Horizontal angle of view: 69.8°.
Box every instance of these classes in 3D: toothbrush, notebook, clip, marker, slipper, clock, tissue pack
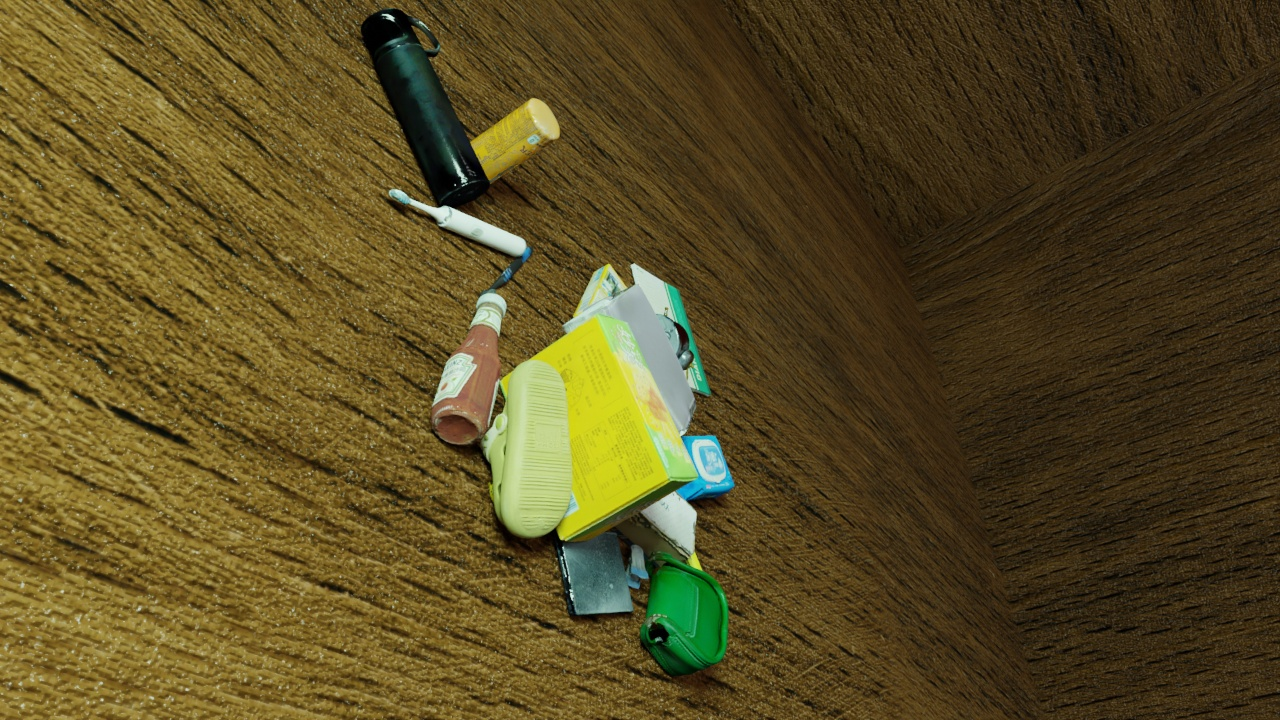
[{"bbox_3d":[-0.168,-0.112,1.179,0.014,0.016,0.189,62,24,-19],"label":"toothbrush"},{"bbox_3d":[0.050,-0.048,1.516,0.150,0.012,0.209,22,47,-54],"label":"notebook"},{"bbox_3d":[-0.006,0.250,1.127,0.027,0.045,0.058,22,36,-15],"label":"clip"},{"bbox_3d":[0.056,0.240,1.261,0.018,0.015,0.124,4,59,-61],"label":"marker"},{"bbox_3d":[-0.125,0.096,0.988,0.091,0.082,0.190,16,70,-45],"label":"slipper"},{"bbox_3d":[0.034,-0.015,1.380,0.055,0.082,0.122,12,53,-65],"label":"clock"},{"bbox_3d":[-0.220,-0.168,1.122,0.026,0.027,0.220,29,6,35],"label":"toothbrush"},{"bbox_3d":[0.081,0.156,1.338,0.157,0.052,0.095,6,60,-59],"label":"tissue pack"}]

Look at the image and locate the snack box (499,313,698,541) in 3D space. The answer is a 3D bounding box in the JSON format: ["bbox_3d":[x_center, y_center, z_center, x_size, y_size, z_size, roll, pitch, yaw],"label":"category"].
[{"bbox_3d":[-0.050,0.076,1.033,0.070,0.158,0.210,14,47,-59],"label":"snack box"}]

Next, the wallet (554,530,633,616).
[{"bbox_3d":[-0.052,0.243,1.053,0.120,0.019,0.097,21,49,-56],"label":"wallet"}]

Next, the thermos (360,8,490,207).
[{"bbox_3d":[-0.256,-0.314,1.130,0.089,0.069,0.242,-23,86,-28],"label":"thermos"}]

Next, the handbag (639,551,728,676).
[{"bbox_3d":[0.049,0.310,1.121,0.120,0.068,0.131,47,30,-27],"label":"handbag"}]

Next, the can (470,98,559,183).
[{"bbox_3d":[-0.174,-0.271,1.165,0.058,0.146,0.058,41,34,-37],"label":"can"}]

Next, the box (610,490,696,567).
[{"bbox_3d":[0.007,0.191,1.169,0.184,0.060,0.089,50,30,-29],"label":"box"}]

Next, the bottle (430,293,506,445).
[{"bbox_3d":[-0.180,0.001,1.005,0.060,0.060,0.205,45,31,-31],"label":"bottle"}]

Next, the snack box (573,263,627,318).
[{"bbox_3d":[-0.046,-0.072,1.342,0.087,0.034,0.140,52,30,-21],"label":"snack box"}]

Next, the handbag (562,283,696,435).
[{"bbox_3d":[-0.007,0.007,1.226,0.197,0.099,0.144,62,26,-6],"label":"handbag"}]
